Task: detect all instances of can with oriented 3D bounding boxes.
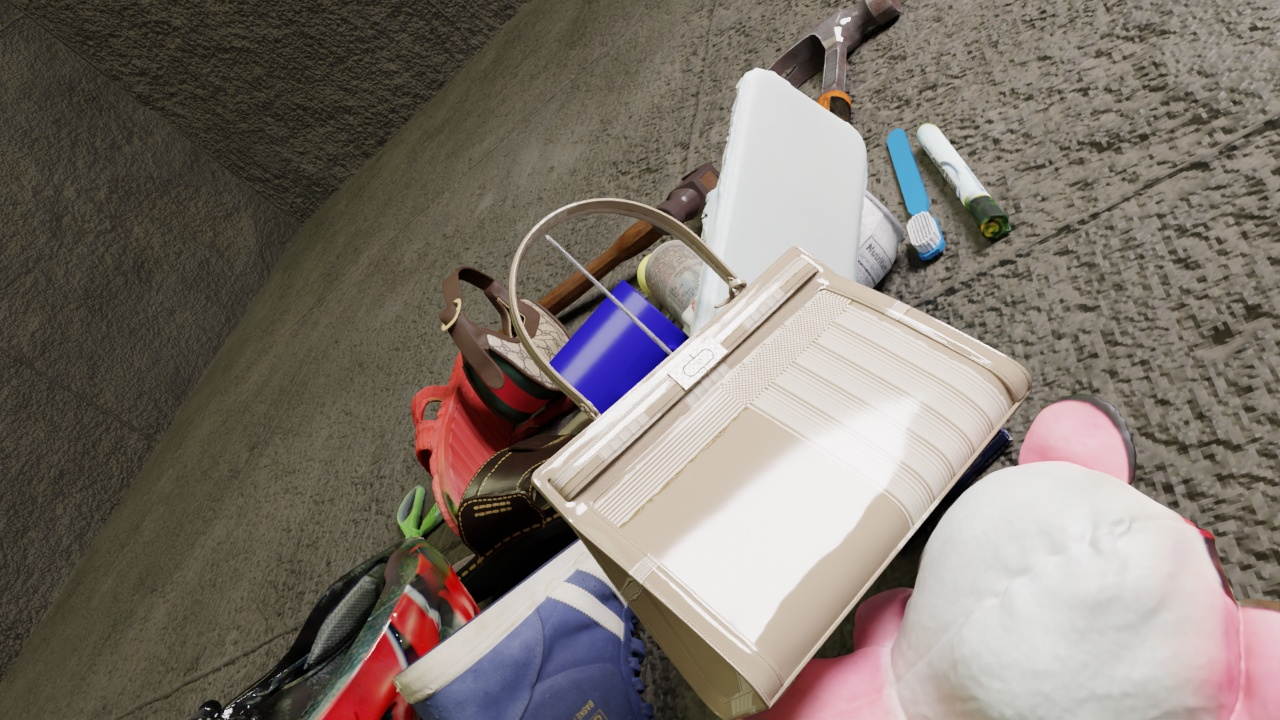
[{"bbox_3d":[0.046,-0.049,0.689,0.054,0.054,0.135,-47,26,5],"label":"can"},{"bbox_3d":[0.096,-0.048,0.584,0.136,0.078,0.078,-48,26,4],"label":"can"}]

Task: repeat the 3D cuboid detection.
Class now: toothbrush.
[{"bbox_3d":[0.006,-0.023,0.574,0.010,0.181,0.010,-41,33,11],"label":"toothbrush"},{"bbox_3d":[0.181,-0.119,0.618,0.016,0.014,0.166,-34,30,28],"label":"toothbrush"}]

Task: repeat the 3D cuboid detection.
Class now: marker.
[{"bbox_3d":[0.201,-0.118,0.582,0.017,0.017,0.146,-38,28,23],"label":"marker"}]

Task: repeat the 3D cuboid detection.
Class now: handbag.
[{"bbox_3d":[-0.120,-0.020,0.797,0.063,0.138,0.166,-39,8,17],"label":"handbag"},{"bbox_3d":[0.027,0.007,0.378,0.175,0.198,0.062,-41,-12,-26],"label":"handbag"}]

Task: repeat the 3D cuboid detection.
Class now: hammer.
[{"bbox_3d":[-0.041,-0.086,0.875,0.324,0.033,0.115,-32,10,42],"label":"hammer"},{"bbox_3d":[0.144,-0.186,0.742,0.138,0.035,0.313,-28,34,37],"label":"hammer"}]

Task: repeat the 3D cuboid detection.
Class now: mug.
[{"bbox_3d":[-0.004,0.004,0.677,0.083,0.079,0.111,-48,39,3],"label":"mug"}]

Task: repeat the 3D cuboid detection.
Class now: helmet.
[{"bbox_3d":[-0.185,0.231,0.549,0.272,0.167,0.217,-51,14,9],"label":"helmet"}]

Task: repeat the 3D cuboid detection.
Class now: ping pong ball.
[{"bbox_3d":[0.017,-0.073,0.781,0.040,0.040,0.040,-37,29,24],"label":"ping pong ball"}]

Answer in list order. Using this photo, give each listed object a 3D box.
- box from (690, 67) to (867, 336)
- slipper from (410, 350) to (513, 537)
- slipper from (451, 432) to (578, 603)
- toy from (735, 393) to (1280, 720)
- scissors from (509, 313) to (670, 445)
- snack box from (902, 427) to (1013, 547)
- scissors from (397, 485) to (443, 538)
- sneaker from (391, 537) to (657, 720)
[{"bbox_3d":[0.058,-0.053,0.479,0.107,0.124,0.215,-6,63,29],"label":"box"},{"bbox_3d":[-0.158,0.066,0.805,0.059,0.103,0.248,-27,29,12],"label":"slipper"},{"bbox_3d":[-0.058,0.081,0.621,0.269,0.076,0.112,-40,-3,30],"label":"slipper"},{"bbox_3d":[0.116,0.120,0.328,0.213,0.084,0.141,-44,27,18],"label":"toy"},{"bbox_3d":[-0.051,0.040,0.770,0.188,0.015,0.179,-10,45,52],"label":"scissors"},{"bbox_3d":[0.122,0.031,0.497,0.082,0.027,0.150,-49,27,5],"label":"snack box"},{"bbox_3d":[-0.208,0.163,0.851,0.168,0.023,0.171,-37,30,12],"label":"scissors"},{"bbox_3d":[-0.016,0.160,0.509,0.092,0.118,0.232,-39,-7,29],"label":"sneaker"}]
